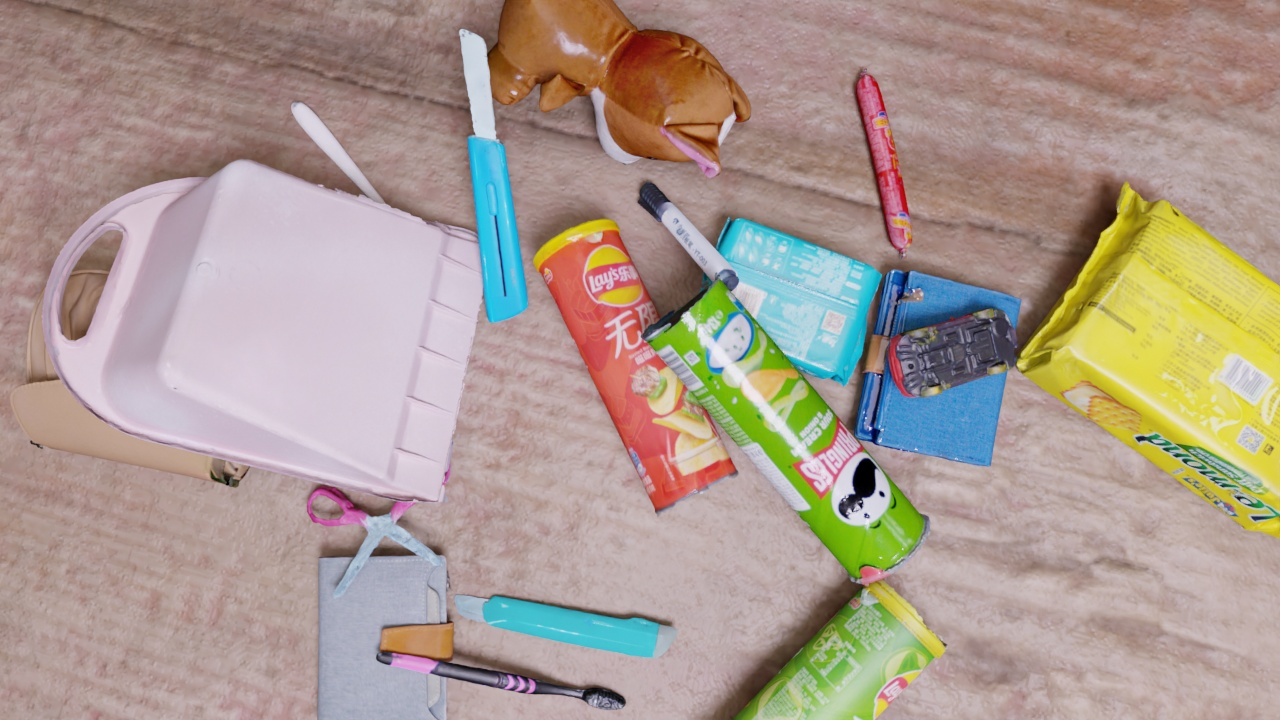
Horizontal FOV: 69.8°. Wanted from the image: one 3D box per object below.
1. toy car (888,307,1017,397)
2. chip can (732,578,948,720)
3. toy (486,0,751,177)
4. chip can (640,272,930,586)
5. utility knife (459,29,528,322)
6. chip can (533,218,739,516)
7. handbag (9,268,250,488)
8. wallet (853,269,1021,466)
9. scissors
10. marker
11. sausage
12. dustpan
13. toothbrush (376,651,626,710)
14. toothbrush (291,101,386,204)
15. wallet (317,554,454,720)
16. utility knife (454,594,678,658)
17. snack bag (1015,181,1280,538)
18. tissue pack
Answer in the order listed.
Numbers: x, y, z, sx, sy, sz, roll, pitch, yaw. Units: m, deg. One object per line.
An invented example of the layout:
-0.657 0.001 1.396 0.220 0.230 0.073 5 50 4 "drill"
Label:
0.223 -0.006 0.653 0.106 0.031 0.049 -15 93 -21 "toy car"
0.115 0.255 0.651 0.221 0.072 0.072 -45 83 -1 "chip can"
-0.016 -0.207 0.690 0.199 0.131 0.139 23 51 1 "toy"
0.102 0.049 0.647 0.072 0.072 0.236 -42 96 -1 "chip can"
-0.113 -0.133 0.689 0.034 0.018 0.219 -4 112 3 "utility knife"
-0.004 0.004 0.689 0.073 0.073 0.216 -26 84 1 "chip can"
-0.369 0.009 0.700 0.204 0.100 0.147 10 79 5 "handbag"
0.222 0.006 0.687 0.106 0.040 0.133 12 85 -3 "wallet"
-0.200 0.121 0.704 0.134 0.017 0.133 22 67 20 "scissors"
0.034 -0.093 0.692 0.023 0.018 0.130 -58 47 26 "marker"
0.191 -0.155 0.716 0.020 0.020 0.155 -11 83 3 "sausage"
-0.267 -0.029 0.675 0.139 0.273 0.222 -14 57 44 "dustpan"
-0.102 0.238 0.680 0.189 0.018 0.014 13 81 -6 "toothbrush"
-0.229 -0.147 0.749 0.016 0.016 0.180 -41 82 -3 "toothbrush"
-0.194 0.214 0.697 0.106 0.037 0.129 -2 84 5 "wallet"
-0.059 0.200 0.700 0.176 0.013 0.029 8 82 9 "utility knife"
0.409 0.003 0.658 0.246 0.068 0.158 36 88 6 "snack bag"
0.111 -0.045 0.694 0.133 0.050 0.093 21 85 6 "tissue pack"
